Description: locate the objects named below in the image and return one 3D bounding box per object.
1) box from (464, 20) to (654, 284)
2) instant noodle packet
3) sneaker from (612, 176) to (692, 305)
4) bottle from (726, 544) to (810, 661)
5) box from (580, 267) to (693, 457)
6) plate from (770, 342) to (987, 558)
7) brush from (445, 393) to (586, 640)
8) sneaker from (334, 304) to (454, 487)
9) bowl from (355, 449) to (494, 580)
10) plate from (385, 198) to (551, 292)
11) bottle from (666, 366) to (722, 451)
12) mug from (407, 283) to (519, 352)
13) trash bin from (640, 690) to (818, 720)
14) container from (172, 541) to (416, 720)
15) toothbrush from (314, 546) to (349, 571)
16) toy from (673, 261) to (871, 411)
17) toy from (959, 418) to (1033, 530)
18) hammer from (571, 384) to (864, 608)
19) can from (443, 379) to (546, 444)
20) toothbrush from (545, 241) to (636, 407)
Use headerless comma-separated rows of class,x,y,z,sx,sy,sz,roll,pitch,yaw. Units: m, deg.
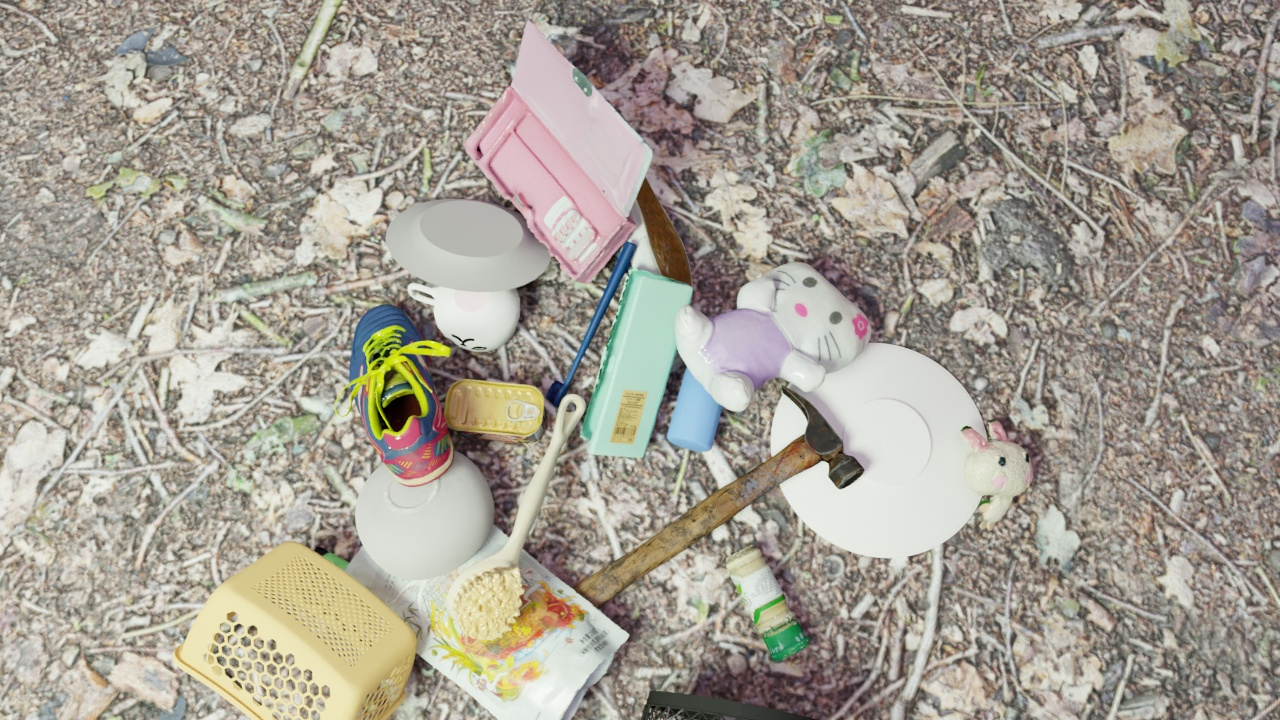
box,-0.081,-0.218,0.967,0.055,0.180,0.232,-9,54,-48
instant noodle packet,-0.156,0.235,0.882,0.269,0.057,0.146,33,67,19
sneaker,-0.019,-0.147,1.004,0.079,0.087,0.235,-30,77,27
bottle,0.123,0.237,0.902,0.042,0.043,0.110,-26,75,-8
box,-0.004,0.007,0.913,0.077,0.079,0.189,18,99,3
plate,0.252,0.087,0.951,0.229,0.030,0.229,0,74,0
brush,-0.108,0.141,0.884,0.077,0.062,0.271,-8,45,39
sneaker,-0.240,0.009,0.901,0.116,0.091,0.241,-26,48,-6
bowl,-0.213,0.139,0.892,0.132,0.064,0.131,-4,52,5
plate,-0.179,-0.132,0.967,0.172,0.019,0.172,9,40,-7
bottle,0.067,0.027,0.958,0.048,0.048,0.131,16,74,4
mug,-0.188,-0.060,0.966,0.124,0.076,0.090,15,74,4
trash bin,0.066,0.420,0.771,0.217,0.217,0.242,10,67,2
container,-0.316,0.284,0.850,0.183,0.129,0.167,34,118,9
toothbrush,-0.247,0.233,0.914,0.188,0.017,0.014,28,66,8
toy,0.136,-0.021,0.932,0.208,0.086,0.137,-23,69,-32
toy,0.362,0.114,0.931,0.087,0.050,0.112,1,74,-32
hammer,0.054,0.155,0.921,0.330,0.033,0.120,-33,65,-4
can,-0.146,0.055,0.943,0.100,0.059,0.054,6,74,1
toothbrush,-0.052,-0.038,0.956,0.017,0.016,0.190,29,100,16
